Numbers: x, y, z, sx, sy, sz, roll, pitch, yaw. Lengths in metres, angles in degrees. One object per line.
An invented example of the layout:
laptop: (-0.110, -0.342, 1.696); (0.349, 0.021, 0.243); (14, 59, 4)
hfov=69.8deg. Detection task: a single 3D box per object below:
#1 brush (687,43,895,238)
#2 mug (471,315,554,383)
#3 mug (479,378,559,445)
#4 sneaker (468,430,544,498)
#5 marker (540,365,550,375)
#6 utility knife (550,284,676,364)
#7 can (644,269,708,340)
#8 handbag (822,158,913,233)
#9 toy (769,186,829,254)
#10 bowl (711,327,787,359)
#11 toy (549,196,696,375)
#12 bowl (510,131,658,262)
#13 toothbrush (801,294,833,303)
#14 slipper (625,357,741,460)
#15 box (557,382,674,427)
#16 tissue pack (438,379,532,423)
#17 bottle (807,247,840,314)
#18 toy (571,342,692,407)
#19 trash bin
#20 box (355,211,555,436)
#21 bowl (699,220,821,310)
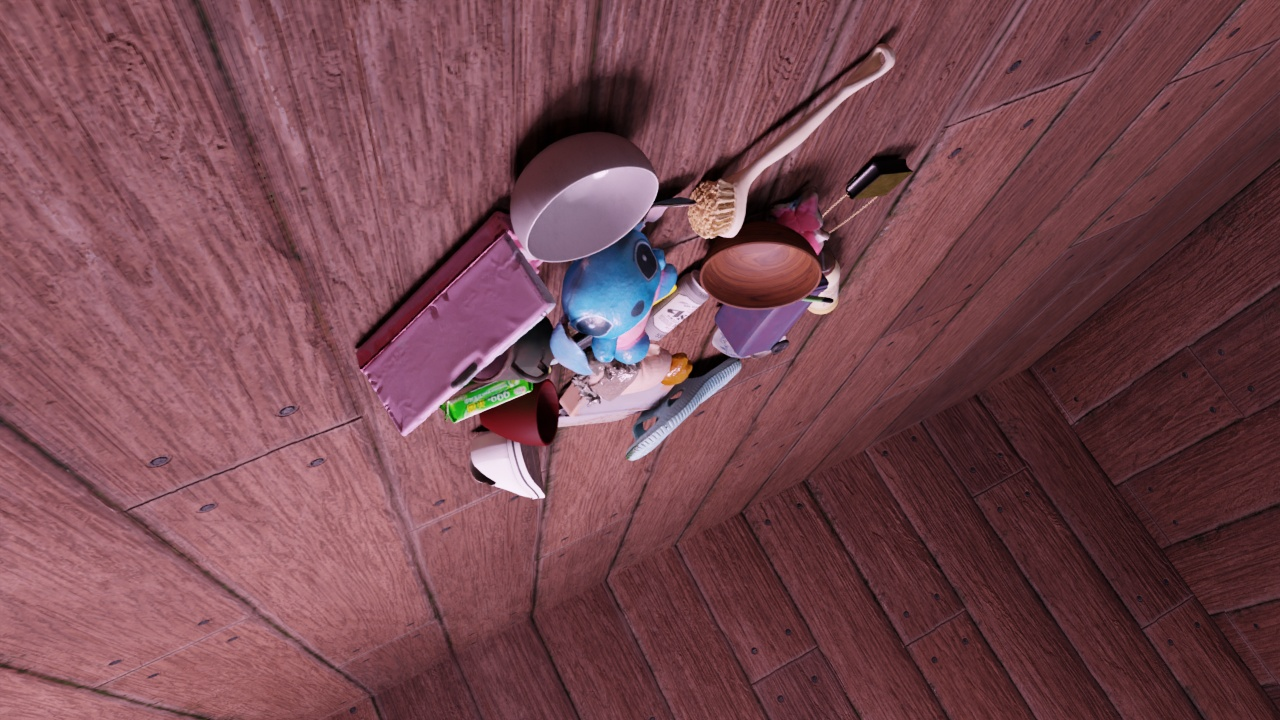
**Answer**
brush: (0.155, -0.227, 0.961); (0.273, 0.062, 0.077); (-42, 162, 22)
mug: (-0.136, -0.011, 0.992); (0.081, 0.111, 0.085); (-2, 127, -56)
mug: (-0.159, 0.062, 1.210); (0.088, 0.087, 0.113); (0, -154, 15)
sneaker: (-0.204, 0.161, 1.383); (0.097, 0.091, 0.245); (-9, 164, 0)
marker: (-0.173, 0.023, 1.171); (0.132, 0.014, 0.014); (-14, 156, -37)
utility knife: (-0.039, -0.047, 1.175); (0.198, 0.020, 0.028); (-34, 159, 10)
can: (0.043, -0.071, 1.196); (0.107, 0.044, 0.044); (-40, 158, 28)
handbag: (0.278, -0.207, 1.228); (0.083, 0.027, 0.179); (-14, 161, -38)
toy: (0.201, -0.174, 1.158); (0.065, 0.050, 0.102); (-13, 134, 14)
bowl: (0.190, -0.043, 1.451); (0.150, 0.056, 0.151); (-26, 161, -10)
toy: (-0.013, -0.083, 1.019); (0.224, 0.099, 0.191); (-59, 160, 0)
bowl: (-0.056, -0.153, 0.818); (0.131, 0.064, 0.132); (-26, 160, -10)
toothbrush: (0.156, -0.090, 1.194); (0.188, 0.014, 0.017); (7, 148, 10)
slipper: (0.065, 0.064, 1.523); (0.275, 0.069, 0.116); (-38, 175, -34)
box: (-0.055, 0.063, 1.403); (0.158, 0.063, 0.216); (-29, 164, 34)
tissue pack: (-0.184, 0.033, 1.083); (0.114, 0.034, 0.099); (-22, -164, -13)
bottle: (0.269, -0.120, 1.371); (0.056, 0.056, 0.162); (-30, 160, 1)
toy: (-0.007, 0.007, 1.249); (0.175, 0.076, 0.133); (2, 155, -33)
trash bin: (0.183, -0.086, 1.286); (0.092, 0.093, 0.161); (-15, 154, -36)
box: (-0.166, -0.027, 0.904); (0.233, 0.115, 0.098); (-38, 160, 24)
bowl: (0.147, -0.130, 1.132); (0.147, 0.068, 0.147); (2, 152, 1)
